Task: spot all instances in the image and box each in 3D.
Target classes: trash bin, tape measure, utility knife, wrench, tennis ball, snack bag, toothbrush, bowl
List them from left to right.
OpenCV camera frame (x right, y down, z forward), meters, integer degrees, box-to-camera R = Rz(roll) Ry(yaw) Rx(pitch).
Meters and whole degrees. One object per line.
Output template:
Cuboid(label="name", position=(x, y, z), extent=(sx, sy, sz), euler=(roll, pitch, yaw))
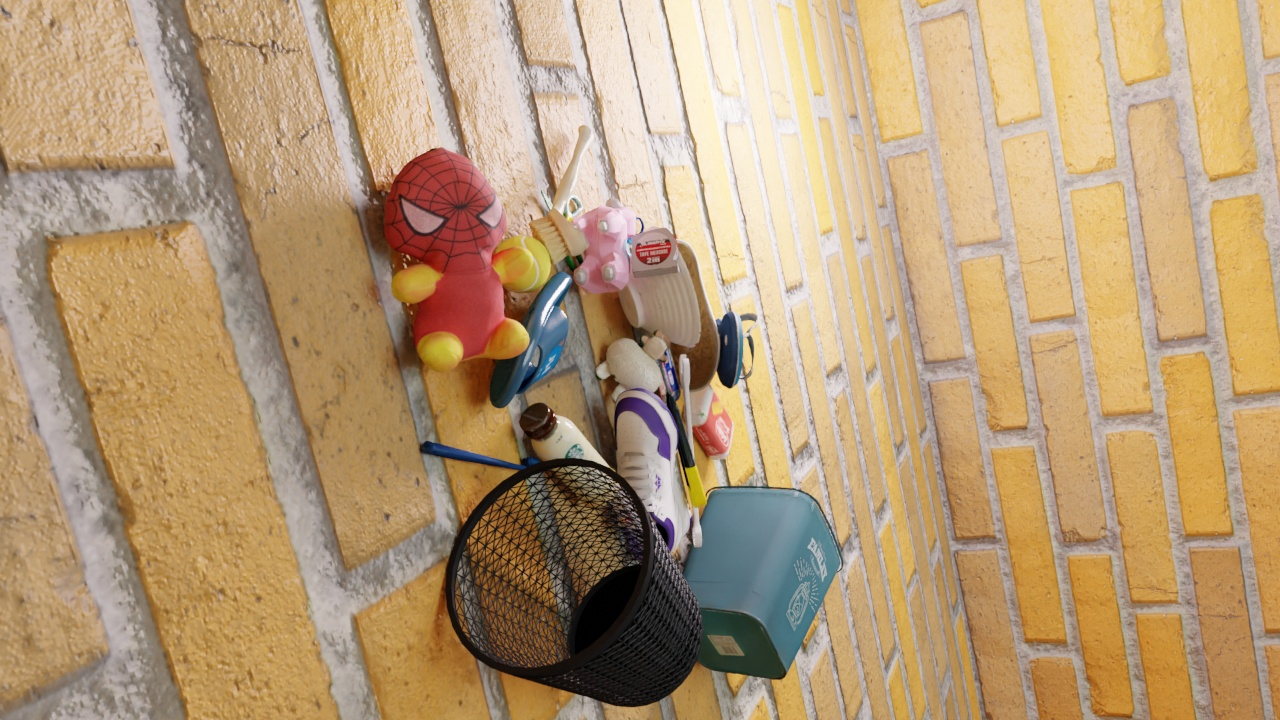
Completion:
Cuboid(label="toothbrush", position=(-0.165, 0.103, 0.983), extent=(0.189, 0.016, 0.017), euler=(23, 55, -58))
Cuboid(label="tennis ball", position=(-0.135, -0.109, 1.044), extent=(0.065, 0.065, 0.065), euler=(25, 61, -57))
Cuboid(label="trash bin", position=(-0.048, 0.255, 0.972), extent=(0.243, 0.217, 0.216), euler=(55, 37, -50))
Cuboid(label="bowl", position=(0.013, -0.091, 1.267), extent=(0.177, 0.070, 0.177), euler=(159, -90, -75))
Cuboid(label="tape measure", position=(0.019, -0.139, 1.192), extent=(0.020, 0.060, 0.062), euler=(60, 25, -66))
Cuboid(label="utility knife", position=(0.054, 0.101, 1.251), extent=(0.029, 0.020, 0.203), euler=(144, -69, -76))
Cuboid(label="wrench", position=(0.070, 0.124, 1.292), extent=(0.047, 0.009, 0.273), euler=(110, -23, -76))
Cuboid(label="snack bag", position=(0.111, 0.096, 1.473), extent=(0.116, 0.036, 0.076), euler=(57, 36, -38))
Cuboid(label="trash bin", position=(0.166, 0.331, 1.363), extent=(0.217, 0.200, 0.197), euler=(-57, 131, -42))

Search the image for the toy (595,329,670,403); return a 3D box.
Cuboid(label="toy", position=(-0.007, 0.007, 1.235), extent=(0.112, 0.050, 0.087), euler=(-43, 91, -12))

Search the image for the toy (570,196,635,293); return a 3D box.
Cuboid(label="toy", position=(-0.043, -0.153, 1.209), extent=(0.157, 0.067, 0.123), euler=(-32, 115, -72))

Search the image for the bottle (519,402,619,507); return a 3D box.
Cuboid(label="bottle", position=(-0.084, 0.111, 1.086), extent=(0.162, 0.057, 0.056), euler=(54, 39, -41))

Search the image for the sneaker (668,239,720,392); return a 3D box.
Cuboid(label="sneaker", position=(0.067, -0.071, 1.404), extent=(0.079, 0.087, 0.235), euler=(-119, -162, -78))

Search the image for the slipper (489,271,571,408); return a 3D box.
Cuboid(label="slipper", position=(-0.111, -0.027, 1.029), extent=(0.059, 0.104, 0.213), euler=(27, 39, -6))

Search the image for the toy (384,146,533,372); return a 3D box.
Cuboid(label="toy", position=(-0.187, -0.100, 0.909), extent=(0.147, 0.099, 0.216), euler=(-13, 94, -45))

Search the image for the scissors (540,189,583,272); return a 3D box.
Cuboid(label="scissors", position=(-0.098, -0.172, 1.188), extent=(0.125, 0.011, 0.131), euler=(62, 32, -35))

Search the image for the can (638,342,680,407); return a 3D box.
Cuboid(label="can", position=(0.014, 0.024, 1.298), extent=(0.058, 0.054, 0.100), euler=(-33, 111, -57))

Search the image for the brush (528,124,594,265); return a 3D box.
Cuboid(label="brush", position=(-0.089, -0.217, 1.151), extent=(0.271, 0.077, 0.062), euler=(-83, 171, -45))

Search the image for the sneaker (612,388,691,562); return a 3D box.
Cuboid(label="sneaker", position=(-0.001, 0.161, 1.198), extent=(0.110, 0.092, 0.244), euler=(-51, 132, -53))

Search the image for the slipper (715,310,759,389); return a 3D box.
Cuboid(label="slipper", position=(0.150, -0.019, 1.427), extent=(0.295, 0.060, 0.118), euler=(-99, -168, -86))

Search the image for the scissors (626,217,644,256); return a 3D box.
Cuboid(label="scissors", position=(-0.017, -0.165, 1.338), extent=(0.127, 0.014, 0.133), euler=(53, 43, -35))
